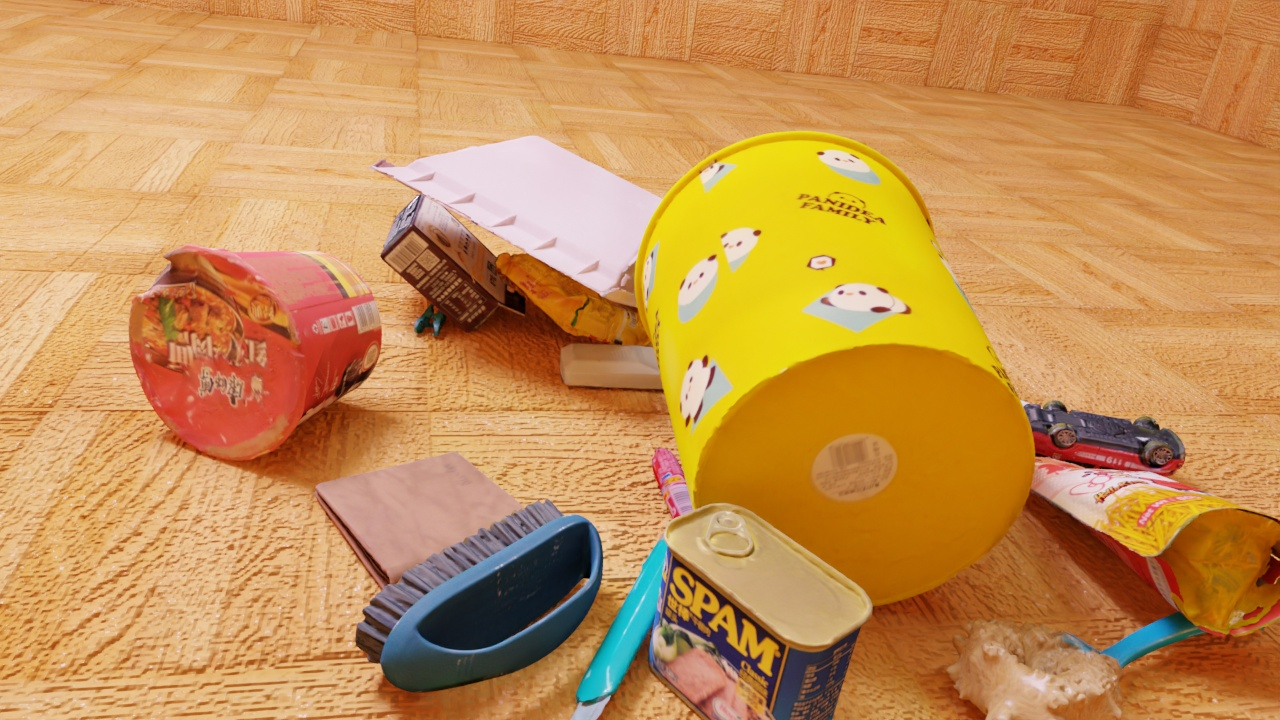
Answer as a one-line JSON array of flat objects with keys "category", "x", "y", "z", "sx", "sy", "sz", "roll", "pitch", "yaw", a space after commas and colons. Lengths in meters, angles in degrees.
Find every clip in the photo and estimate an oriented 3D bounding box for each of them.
[{"category": "clip", "x": -0.183, "y": -0.037, "z": 0.812, "sx": 0.046, "sy": 0.014, "sz": 0.057, "roll": 6, "pitch": 26, "yaw": -2}]

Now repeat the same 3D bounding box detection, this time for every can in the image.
[{"category": "can", "x": 0.053, "y": 0.133, "z": 0.446, "sx": 0.057, "sy": 0.083, "sz": 0.102, "roll": -15, "pitch": 33, "yaw": -40}]

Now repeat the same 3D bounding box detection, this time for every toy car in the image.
[{"category": "toy car", "x": 0.357, "y": 0.065, "z": 0.719, "sx": 0.120, "sy": 0.045, "sz": 0.052, "roll": 9, "pitch": 27, "yaw": 14}]

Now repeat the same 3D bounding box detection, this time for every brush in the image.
[{"category": "brush", "x": -0.068, "y": 0.122, "z": 0.467, "sx": 0.073, "sy": 0.055, "sz": 0.143, "roll": 24, "pitch": 29, "yaw": 33}, {"category": "brush", "x": 0.270, "y": 0.159, "z": 0.506, "sx": 0.254, "sy": 0.046, "sz": 0.083, "roll": -3, "pitch": 17, "yaw": -31}]

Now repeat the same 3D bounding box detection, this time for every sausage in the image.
[{"category": "sausage", "x": 0.031, "y": 0.099, "z": 0.584, "sx": 0.020, "sy": 0.020, "sz": 0.155, "roll": 0, "pitch": 26, "yaw": -16}]

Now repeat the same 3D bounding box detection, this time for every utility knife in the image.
[{"category": "utility knife", "x": -0.004, "y": 0.140, "z": 0.494, "sx": 0.029, "sy": 0.013, "sz": 0.170, "roll": -20, "pitch": 15, "yaw": 27}]

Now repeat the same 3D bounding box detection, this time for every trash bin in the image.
[{"category": "trash bin", "x": 0.113, "y": 0.003, "z": 0.594, "sx": 0.229, "sy": 0.230, "sz": 0.254, "roll": 6, "pitch": 32, "yaw": -5}]

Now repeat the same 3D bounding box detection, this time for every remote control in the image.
[{"category": "remote control", "x": -0.005, "y": 0.004, "z": 0.766, "sx": 0.125, "sy": 0.024, "sz": 0.049, "roll": 3, "pitch": 26, "yaw": -12}]

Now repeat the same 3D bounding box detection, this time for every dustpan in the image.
[{"category": "dustpan", "x": -0.082, "y": -0.094, "z": 0.822, "sx": 0.222, "sy": 0.139, "sz": 0.272, "roll": 31, "pitch": 34, "yaw": 14}]

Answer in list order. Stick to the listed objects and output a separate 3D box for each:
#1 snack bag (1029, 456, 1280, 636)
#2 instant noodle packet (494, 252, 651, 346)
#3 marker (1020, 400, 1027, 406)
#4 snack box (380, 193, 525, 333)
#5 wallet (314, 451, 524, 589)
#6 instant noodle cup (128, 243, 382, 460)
[{"category": "snack bag", "x": 0.329, "y": 0.101, "z": 0.595, "sx": 0.128, "sy": 0.073, "sz": 0.207, "roll": 9, "pitch": 9, "yaw": 3}, {"category": "instant noodle packet", "x": -0.056, "y": -0.050, "z": 0.813, "sx": 0.128, "sy": 0.044, "sz": 0.110, "roll": 33, "pitch": 10, "yaw": 40}, {"category": "marker", "x": 0.346, "y": 0.049, "z": 0.779, "sx": 0.131, "sy": 0.018, "sz": 0.022, "roll": 23, "pitch": 46, "yaw": 30}, {"category": "snack box", "x": -0.167, "y": -0.087, "z": 0.835, "sx": 0.125, "sy": 0.053, "sz": 0.113, "roll": 45, "pitch": 14, "yaw": -23}, {"category": "wallet", "x": -0.129, "y": 0.092, "z": 0.556, "sx": 0.101, "sy": 0.020, "sz": 0.115, "roll": -12, "pitch": 29, "yaw": -38}, {"category": "instant noodle cup", "x": -0.249, "y": -0.013, "z": 0.621, "sx": 0.138, "sy": 0.138, "sz": 0.108, "roll": 16, "pitch": 18, "yaw": 15}]
